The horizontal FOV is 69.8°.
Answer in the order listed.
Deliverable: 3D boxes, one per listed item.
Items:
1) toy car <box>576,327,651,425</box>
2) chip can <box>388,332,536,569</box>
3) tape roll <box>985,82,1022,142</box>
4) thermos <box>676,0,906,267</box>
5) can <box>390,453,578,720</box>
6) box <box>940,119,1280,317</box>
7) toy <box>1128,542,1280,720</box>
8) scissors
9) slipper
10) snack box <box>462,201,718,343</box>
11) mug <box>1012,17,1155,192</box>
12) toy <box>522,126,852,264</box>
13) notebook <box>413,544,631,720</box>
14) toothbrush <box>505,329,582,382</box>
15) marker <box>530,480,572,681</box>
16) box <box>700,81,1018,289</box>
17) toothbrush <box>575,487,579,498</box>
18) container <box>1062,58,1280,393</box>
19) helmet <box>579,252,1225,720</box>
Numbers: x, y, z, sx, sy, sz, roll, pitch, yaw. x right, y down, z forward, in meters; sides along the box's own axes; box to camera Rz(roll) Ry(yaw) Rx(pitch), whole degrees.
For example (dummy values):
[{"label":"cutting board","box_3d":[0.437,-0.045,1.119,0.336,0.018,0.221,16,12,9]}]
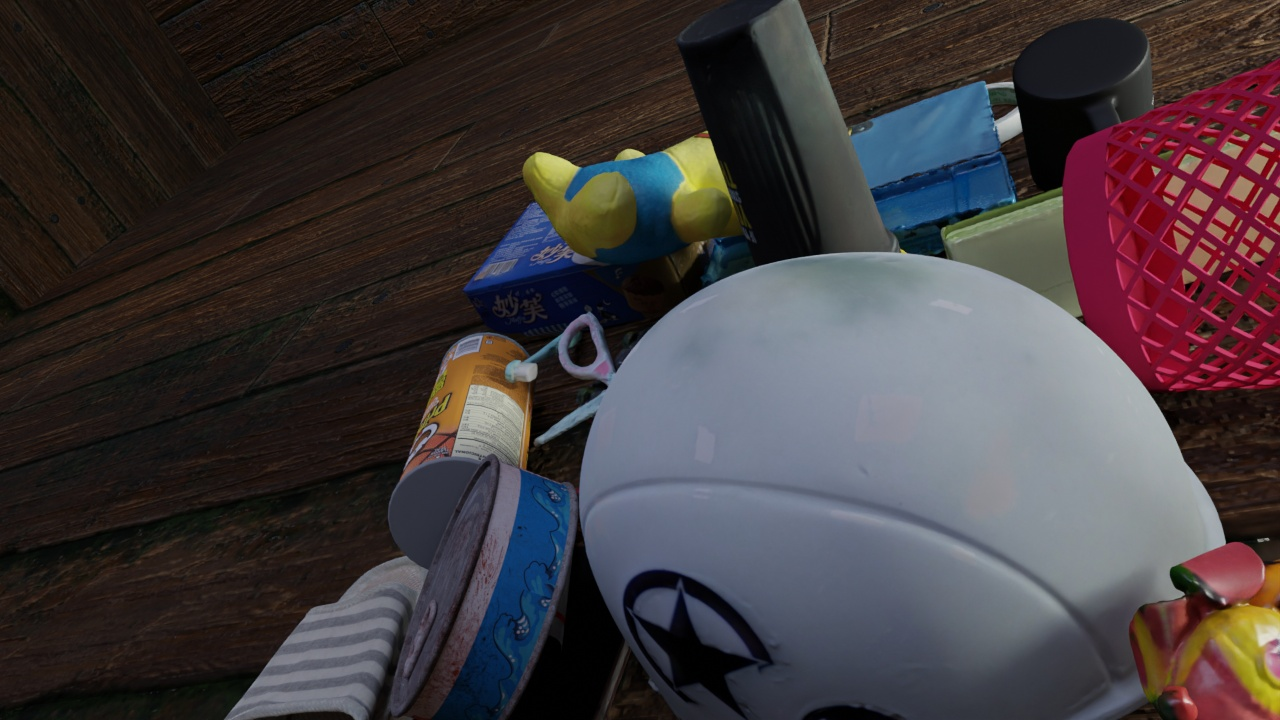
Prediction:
[{"label":"toy car","box_3d":[-0.007,0.013,0.652,0.042,0.036,0.091,9,47,46]},{"label":"chip can","box_3d":[-0.110,0.051,0.611,0.075,0.075,0.214,-26,20,5]},{"label":"tape roll","box_3d":[0.279,-0.202,0.765,0.094,0.018,0.093,-22,29,13]},{"label":"thermos","box_3d":[0.097,-0.110,0.568,0.098,0.221,0.098,-21,29,12]},{"label":"can","box_3d":[-0.077,0.114,0.450,0.130,0.044,0.129,-60,16,28]},{"label":"box","box_3d":[0.270,-0.076,0.518,0.188,0.077,0.090,-17,30,18]},{"label":"toy","box_3d":[0.199,0.101,0.294,0.103,0.084,0.046,-20,-6,-17]},{"label":"scissors","box_3d":[-0.004,0.004,0.622,0.170,0.013,0.172,-35,37,6]},{"label":"slipper","box_3d":[-0.175,0.201,0.474,0.115,0.054,0.272,-22,28,20]},{"label":"snack box","box_3d":[-0.034,-0.098,0.819,0.203,0.069,0.154,-10,34,30]},{"label":"mug","box_3d":[0.292,-0.151,0.591,0.078,0.088,0.113,-17,46,20]},{"label":"toy","box_3d":[0.037,-0.124,0.672,0.213,0.084,0.149,-16,28,-19]},{"label":"notebook","box_3d":[-0.077,0.179,0.478,0.142,0.008,0.208,-11,33,29]},{"label":"toothbrush","box_3d":[-0.067,-0.007,0.696,0.016,0.016,0.180,2,11,9]},{"label":"marker","box_3d":[-0.049,0.116,0.522,0.019,0.019,0.145,-21,30,14]},{"label":"box","box_3d":[0.165,-0.123,0.713,0.232,0.048,0.176,-14,40,25]},{"label":"toothbrush","box_3d":[-0.091,0.093,0.619,0.190,0.016,0.016,-12,34,28]},{"label":"container","box_3d":[0.311,-0.064,0.373,0.226,0.183,0.182,-12,32,41]},{"label":"helmet","box_3d":[0.091,0.040,0.396,0.265,0.164,0.235,-1,40,39]}]
